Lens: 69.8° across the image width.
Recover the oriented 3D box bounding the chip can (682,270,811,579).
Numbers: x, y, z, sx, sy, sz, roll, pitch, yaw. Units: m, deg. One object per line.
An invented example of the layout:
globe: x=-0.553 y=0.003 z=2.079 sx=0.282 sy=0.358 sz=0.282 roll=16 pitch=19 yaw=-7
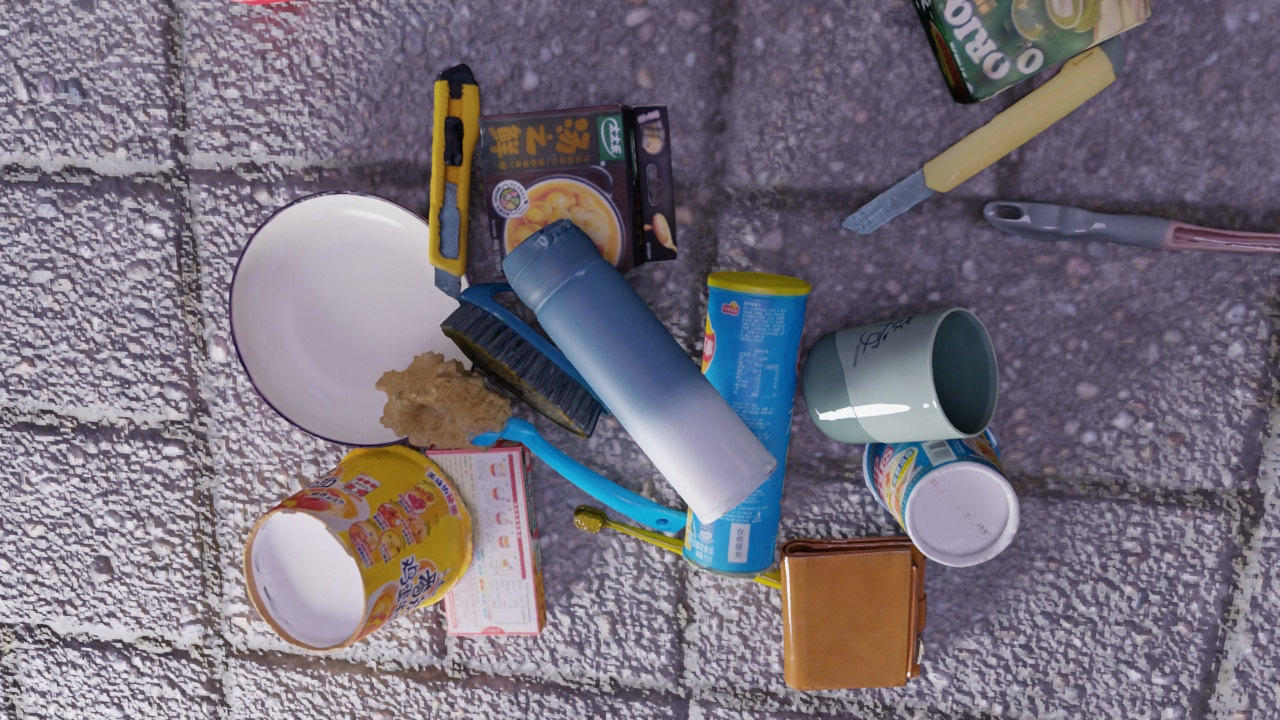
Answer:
chip can: x=0.074 y=0.045 z=0.655 sx=0.071 sy=0.071 sz=0.210 roll=6 pitch=104 yaw=5

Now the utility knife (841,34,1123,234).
utility knife: x=0.231 y=-0.146 z=0.619 sx=0.212 sy=0.022 sz=0.031 roll=-34 pitch=96 yaw=6

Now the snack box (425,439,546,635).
snack box: x=-0.120 y=0.140 z=0.722 sx=0.077 sy=0.027 sz=0.156 roll=-2 pitch=102 yaw=8

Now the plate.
plate: x=-0.208 y=-0.031 z=0.687 sx=0.192 sy=0.039 sz=0.192 roll=1 pitch=103 yaw=6

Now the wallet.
wallet: x=0.160 y=0.190 z=0.688 sx=0.108 sy=0.031 sz=0.132 roll=-4 pitch=117 yaw=5

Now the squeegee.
squeegee: x=0.355 y=-0.086 z=0.609 sx=0.250 sy=0.040 sz=0.247 roll=7 pitch=88 yaw=11

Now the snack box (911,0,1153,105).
snack box: x=0.209 y=-0.293 z=0.567 sx=0.114 sy=0.063 sz=0.240 roll=-25 pitch=99 yaw=12

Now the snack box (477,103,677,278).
snack box: x=-0.043 y=-0.119 z=0.646 sx=0.126 sy=0.053 sz=0.113 roll=-2 pitch=102 yaw=13

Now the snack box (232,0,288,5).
snack box: x=-0.185 y=-0.284 z=0.618 sx=0.207 sy=0.057 sz=0.058 roll=-4 pitch=105 yaw=7

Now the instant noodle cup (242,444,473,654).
instant noodle cup: x=-0.211 y=0.140 z=0.674 sx=0.138 sy=0.109 sz=0.138 roll=5 pitch=104 yaw=21

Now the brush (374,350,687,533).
brush: x=-0.071 y=0.069 z=0.665 sx=0.254 sy=0.045 sz=0.083 roll=30 pitch=131 yaw=-18

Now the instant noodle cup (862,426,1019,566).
instant noodle cup: x=0.209 y=0.086 z=0.628 sx=0.099 sy=0.109 sz=0.099 roll=1 pitch=102 yaw=7

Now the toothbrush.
toothbrush: x=0.038 y=0.149 z=0.710 sx=0.190 sy=0.016 sz=0.016 roll=18 pitch=105 yaw=2

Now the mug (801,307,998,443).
mug: x=0.177 y=0.004 z=0.620 sx=0.107 sy=0.111 sz=0.082 roll=-11 pitch=122 yaw=49

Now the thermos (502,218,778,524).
thermos: x=-0.004 y=0.004 z=0.600 sx=0.070 sy=0.070 sz=0.220 roll=-41 pitch=87 yaw=13

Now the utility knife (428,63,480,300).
utility knife: x=-0.130 y=-0.126 z=0.643 sx=0.033 sy=0.015 sz=0.170 roll=2 pitch=86 yaw=-12

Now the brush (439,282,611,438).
brush: x=-0.070 y=-0.007 z=0.655 sx=0.144 sy=0.055 sz=0.073 roll=42 pitch=74 yaw=-27
